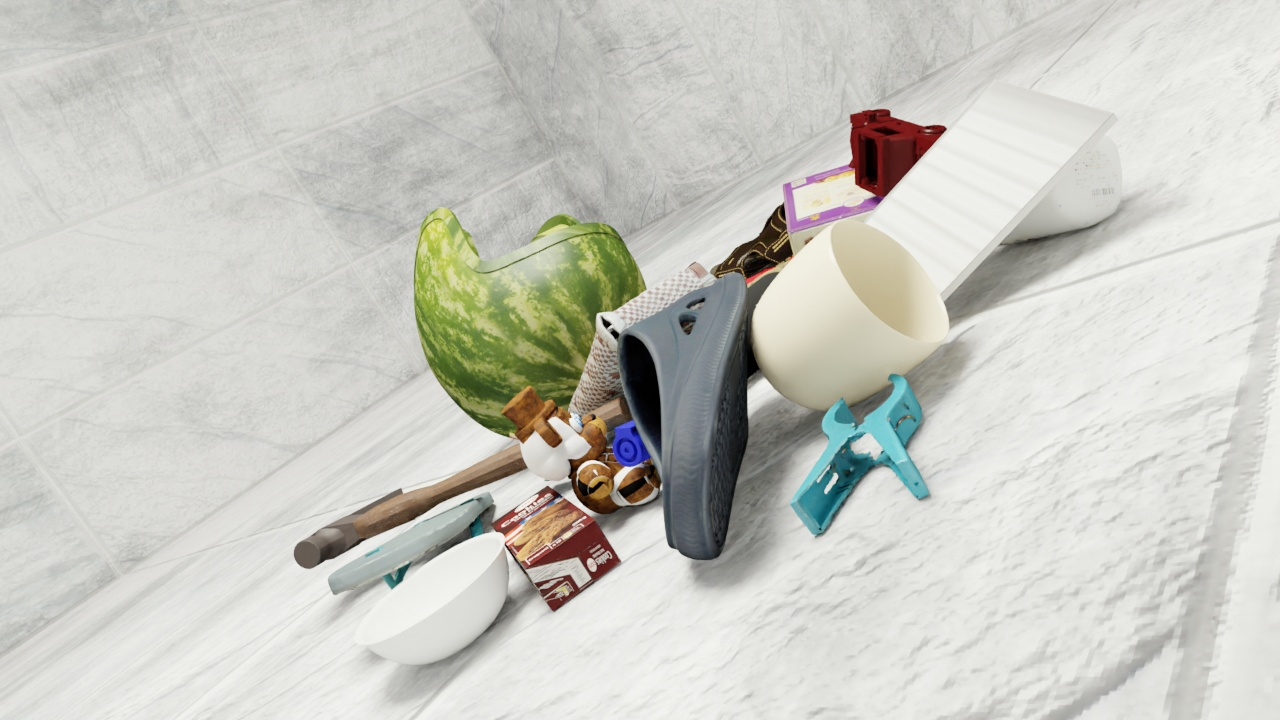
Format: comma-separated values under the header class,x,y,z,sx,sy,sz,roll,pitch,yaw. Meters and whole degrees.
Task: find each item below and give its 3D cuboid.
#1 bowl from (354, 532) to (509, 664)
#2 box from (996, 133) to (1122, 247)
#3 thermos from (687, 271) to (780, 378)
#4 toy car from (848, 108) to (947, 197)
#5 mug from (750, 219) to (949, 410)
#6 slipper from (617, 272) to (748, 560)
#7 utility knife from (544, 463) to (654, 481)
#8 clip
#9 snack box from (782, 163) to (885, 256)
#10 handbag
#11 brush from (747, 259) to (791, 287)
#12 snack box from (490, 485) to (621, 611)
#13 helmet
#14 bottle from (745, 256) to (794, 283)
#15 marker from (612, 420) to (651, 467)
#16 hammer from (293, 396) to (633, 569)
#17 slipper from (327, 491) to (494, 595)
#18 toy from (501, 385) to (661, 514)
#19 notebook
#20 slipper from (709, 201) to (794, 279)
class,x,y,z,sx,sy,sz,roll,pitch,yaw
bowl,-0.123,0.160,0.587,0.110,0.040,0.110,-30,10,6
box,0.280,-0.133,0.707,0.083,0.092,0.166,-13,0,-25
thermos,0.096,-0.027,0.794,0.230,0.061,0.061,-37,12,-31
toy car,0.244,-0.200,0.894,0.061,0.070,0.169,-13,26,-12
mug,0.132,-0.018,0.582,0.120,0.096,0.100,12,-41,-32
slipper,0.024,0.028,0.575,0.083,0.111,0.267,0,24,11
utility knife,-0.014,0.080,0.730,0.206,0.015,0.031,-15,15,45
clip,0.133,0.038,0.483,0.114,0.028,0.126,-26,11,16
snack box,0.227,-0.166,0.970,0.143,0.040,0.147,-14,28,15
handbag,-0.005,0.005,0.800,0.123,0.047,0.186,-35,-18,-34
brush,0.153,-0.075,0.912,0.196,0.043,0.059,-26,11,18
snack box,-0.061,0.122,0.618,0.051,0.032,0.141,-34,11,-14
helmet,-0.108,-0.037,0.941,0.212,0.243,0.247,-4,22,-45
bottle,0.134,-0.077,0.998,0.119,0.036,0.036,-24,12,35
marker,0.028,0.044,0.655,0.023,0.027,0.132,-6,8,36
hammer,-0.151,0.104,0.791,0.324,0.033,0.115,-25,0,18
slipper,-0.163,0.153,0.748,0.098,0.054,0.268,-27,-1,5
toy,-0.044,0.063,0.647,0.067,0.112,0.087,-42,10,1
notebook,0.219,-0.108,0.666,0.210,0.009,0.142,-49,25,12
slipper,0.178,-0.151,1.111,0.269,0.076,0.112,-21,14,45
